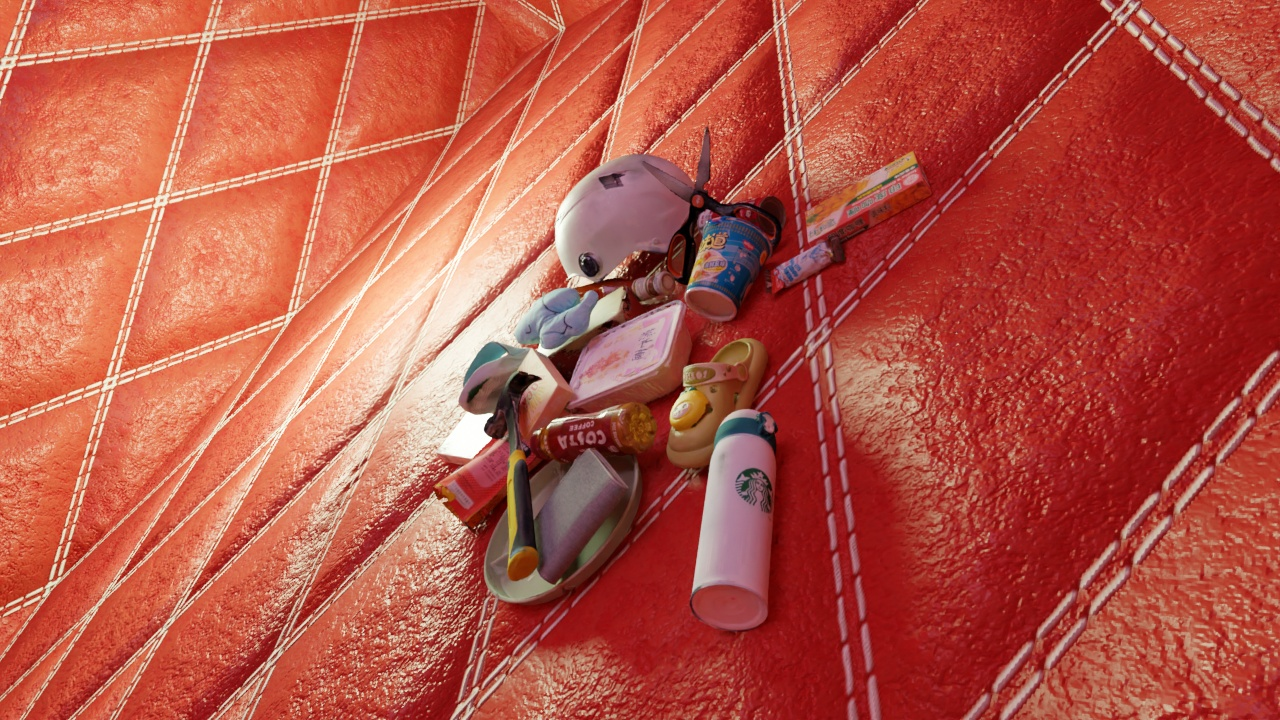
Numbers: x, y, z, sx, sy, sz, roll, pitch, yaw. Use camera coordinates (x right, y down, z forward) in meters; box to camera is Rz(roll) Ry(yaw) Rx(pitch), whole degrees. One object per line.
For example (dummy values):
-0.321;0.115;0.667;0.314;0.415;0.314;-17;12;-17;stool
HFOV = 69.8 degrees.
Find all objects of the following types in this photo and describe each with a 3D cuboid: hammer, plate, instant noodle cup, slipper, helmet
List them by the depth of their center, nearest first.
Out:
0.075;0.033;1.021;0.092;0.081;0.190;-15;35;46;slipper
-0.089;0.187;1.066;0.231;0.027;0.229;-31;30;20;plate
-0.146;0.125;1.081;0.126;0.032;0.322;-61;23;25;hammer
0.107;-0.113;1.187;0.099;0.099;0.109;-7;51;48;instant noodle cup
-0.007;0.007;1.189;0.174;0.060;0.137;-21;33;32;instant noodle cup
-0.222;0.023;1.351;0.104;0.074;0.245;-55;-3;9;slipper
-0.035;-0.233;1.425;0.259;0.146;0.228;-15;20;39;helmet

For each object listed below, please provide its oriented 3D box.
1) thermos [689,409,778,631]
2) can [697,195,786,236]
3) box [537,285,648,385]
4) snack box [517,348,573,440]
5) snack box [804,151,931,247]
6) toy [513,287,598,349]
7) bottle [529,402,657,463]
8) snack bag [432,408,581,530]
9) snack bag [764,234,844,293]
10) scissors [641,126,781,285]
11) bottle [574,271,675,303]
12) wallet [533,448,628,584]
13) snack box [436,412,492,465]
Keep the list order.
0.093;0.137;0.855;0.073;0.073;0.223;-25;31;29;thermos
0.141;-0.200;1.303;0.133;0.053;0.053;2;50;54;can
-0.076;-0.035;1.321;0.169;0.077;0.091;-29;29;24;box
-0.141;0.045;1.232;0.084;0.026;0.157;-58;26;6;snack box
0.280;-0.195;1.143;0.156;0.027;0.076;-28;31;25;snack box
-0.122;-0.062;1.302;0.162;0.050;0.156;-33;28;20;toy
-0.061;0.089;1.079;0.175;0.057;0.057;-13;38;43;bottle
-0.181;0.129;1.240;0.207;0.073;0.129;-43;30;-19;snack bag
0.201;-0.118;1.135;0.104;0.026;0.048;-27;42;27;snack bag
0.091;-0.202;1.258;0.221;0.231;0.021;20;32;23;scissors
-0.031;-0.099;1.378;0.207;0.060;0.059;-10;40;46;bottle
-0.071;0.167;0.998;0.130;0.037;0.106;-53;26;3;wallet
-0.239;0.118;1.365;0.157;0.027;0.084;0;48;53;snack box
